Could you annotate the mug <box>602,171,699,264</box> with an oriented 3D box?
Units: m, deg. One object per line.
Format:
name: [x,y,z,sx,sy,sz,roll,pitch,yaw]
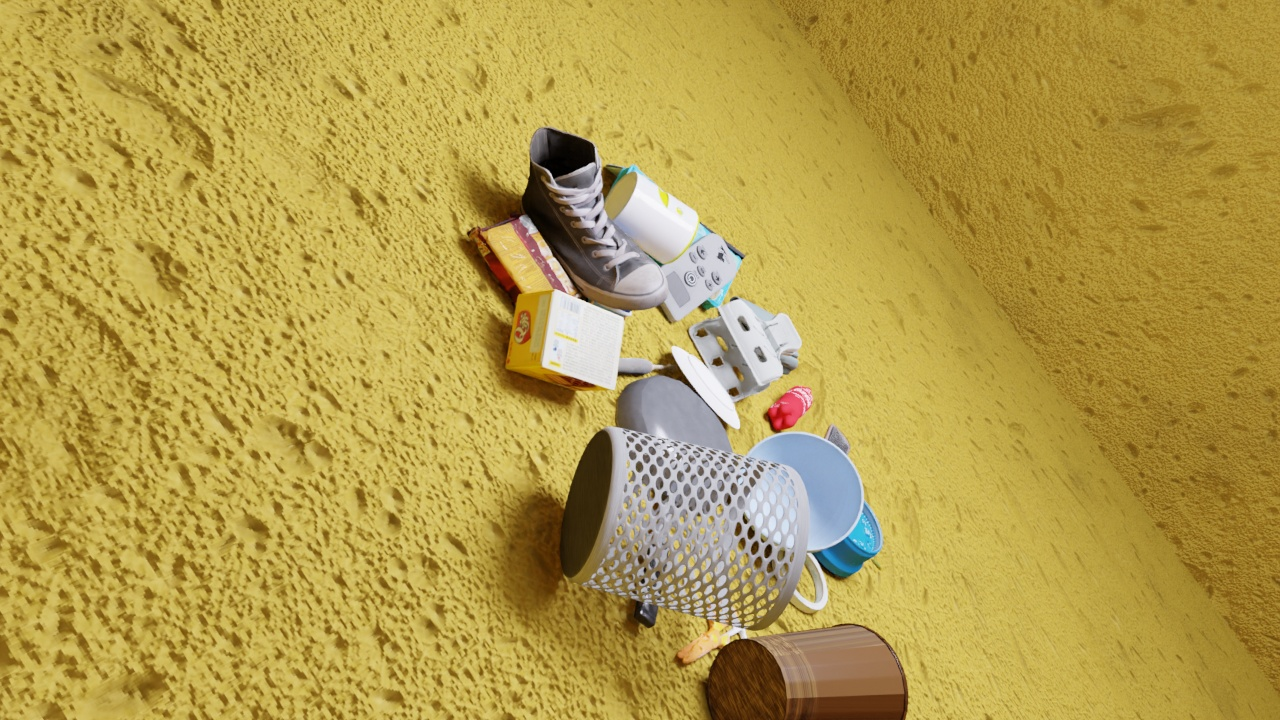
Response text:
mug: [0.012,-0.188,1.213,0.106,0.083,0.082,30,37,-27]

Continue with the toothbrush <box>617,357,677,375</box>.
toothbrush: [-0.007,0.007,1.101,0.185,0.024,0.022,2,97,-54]

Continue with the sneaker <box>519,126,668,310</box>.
sneaker: [-0.052,-0.160,1.051,0.095,0.120,0.234,-28,65,-23]

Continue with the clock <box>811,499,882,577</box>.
clock: [0.253,0.214,1.207,0.161,0.060,0.116,32,37,-27]

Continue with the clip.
clip: [0.159,-0.024,1.257,0.151,0.105,0.126,-23,77,-14]

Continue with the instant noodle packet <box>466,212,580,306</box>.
instant noodle packet: [-0.128,-0.103,1.029,0.135,0.040,0.098,56,27,-4]

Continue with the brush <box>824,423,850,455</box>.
brush: [0.296,0.140,1.389,0.050,0.015,0.135,52,30,-5]

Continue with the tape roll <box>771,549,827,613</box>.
tape roll: [0.195,0.263,1.124,0.093,0.013,0.092,35,35,-29]

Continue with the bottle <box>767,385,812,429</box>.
bottle: [0.225,0.064,1.342,0.042,0.042,0.141,55,30,3]

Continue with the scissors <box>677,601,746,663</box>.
scissors: [0.073,0.287,0.933,0.128,0.013,0.065,-11,68,-58]

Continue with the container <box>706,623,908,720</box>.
container: [0.160,0.327,0.907,0.167,0.132,0.132,15,47,-39]

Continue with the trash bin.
trash bin: [0.034,0.150,0.838,0.183,0.157,0.156,16,42,-16]

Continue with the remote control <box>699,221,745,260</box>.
remote control: [0.098,-0.194,1.377,0.140,0.009,0.030,36,-3,-1]

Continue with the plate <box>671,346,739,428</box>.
plate: [0.088,0.031,1.174,0.134,0.011,0.134,47,12,-14]

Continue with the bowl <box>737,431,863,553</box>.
bowl: [0.189,0.170,1.119,0.075,0.150,0.150,91,-18,-61]

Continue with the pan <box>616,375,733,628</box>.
pan: [0.036,0.142,1.000,0.178,0.041,0.356,42,32,-18]

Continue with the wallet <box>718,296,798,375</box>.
wallet: [0.182,-0.036,1.384,0.131,0.054,0.100,21,45,-49]

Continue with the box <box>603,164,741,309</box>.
box: [0.046,-0.195,1.332,0.227,0.084,0.171,37,34,-25]

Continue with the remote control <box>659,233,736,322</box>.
remote control: [0.076,-0.119,1.277,0.150,0.019,0.074,-38,102,-34]

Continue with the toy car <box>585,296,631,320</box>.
toy car: [-0.037,-0.106,1.139,0.056,0.055,0.153,24,40,-18]

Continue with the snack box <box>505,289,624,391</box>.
snack box: [-0.077,-0.019,0.961,0.105,0.061,0.083,20,72,-43]
